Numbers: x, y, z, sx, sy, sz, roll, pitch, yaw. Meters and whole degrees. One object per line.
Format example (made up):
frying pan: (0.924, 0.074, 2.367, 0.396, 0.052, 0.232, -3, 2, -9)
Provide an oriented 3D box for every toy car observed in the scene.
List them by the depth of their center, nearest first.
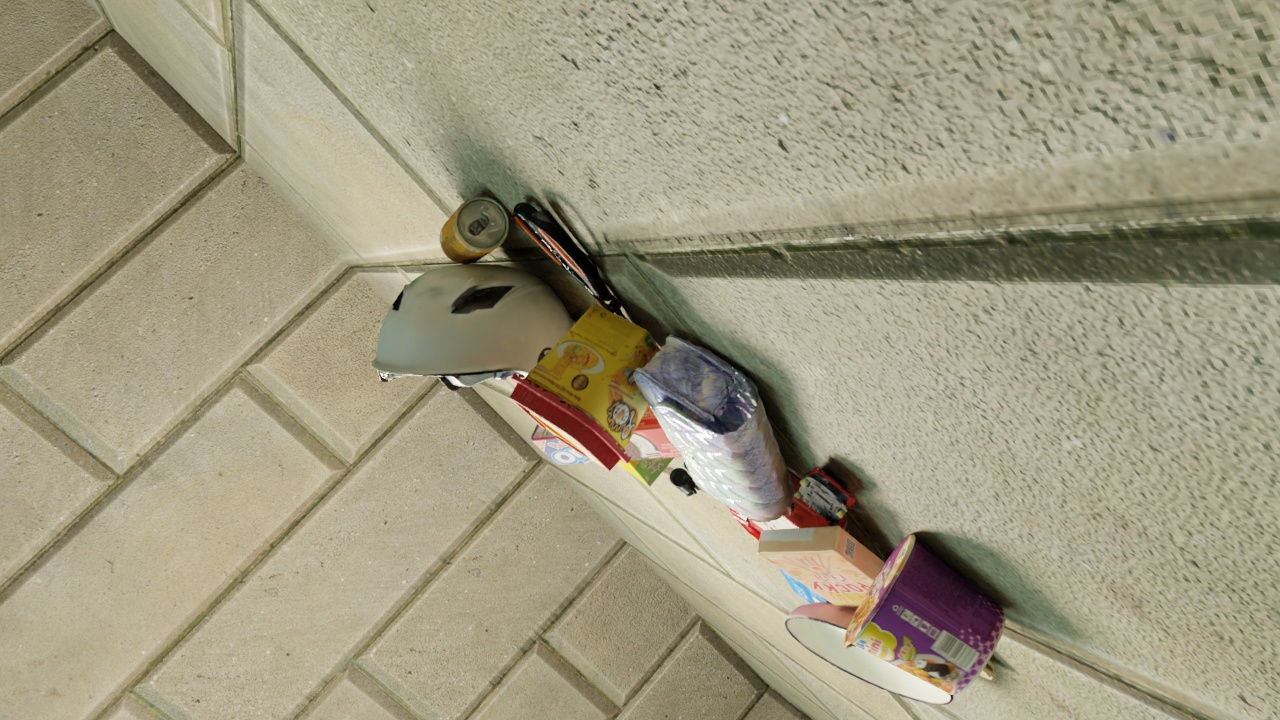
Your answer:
toy car: (0.169, 0.121, 0.829, 0.049, 0.031, 0.106, 39, 171, 16)
toy car: (0.133, 0.175, 1.088, 0.120, 0.045, 0.053, 53, 163, -28)

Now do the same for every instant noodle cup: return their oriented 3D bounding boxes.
instant noodle cup: (0.243, 0.219, 0.776, 0.099, 0.111, 0.112, 31, 165, 11)
instant noodle cup: (-0.042, 0.023, 0.887, 0.116, 0.123, 0.116, 29, 167, 34)

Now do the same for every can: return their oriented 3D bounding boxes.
can: (-0.184, -0.141, 1.007, 0.058, 0.058, 0.146, 46, 167, -13)

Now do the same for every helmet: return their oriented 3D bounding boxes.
helmet: (-0.181, -0.039, 1.049, 0.229, 0.146, 0.258, 2, 175, 25)

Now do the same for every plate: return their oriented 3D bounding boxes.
plate: (0.255, 0.316, 1.014, 0.192, 0.039, 0.193, 25, 157, 12)

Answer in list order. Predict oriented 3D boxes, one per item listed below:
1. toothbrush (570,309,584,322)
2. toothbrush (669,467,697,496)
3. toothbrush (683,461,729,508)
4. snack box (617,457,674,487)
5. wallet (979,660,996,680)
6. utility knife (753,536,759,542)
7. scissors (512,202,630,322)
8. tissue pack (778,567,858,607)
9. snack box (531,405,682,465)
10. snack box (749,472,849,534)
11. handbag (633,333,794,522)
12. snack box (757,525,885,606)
toothbrush: (-0.006, 0.006, 1.050, 0.189, 0.017, 0.014, 41, 179, -4)
toothbrush: (0.065, 0.177, 1.303, 0.026, 0.027, 0.213, 58, 180, 15)
toothbrush: (0.126, 0.201, 1.259, 0.181, 0.015, 0.018, 44, 170, 2)
snack box: (-0.055, 0.064, 1.231, 0.158, 0.070, 0.210, 32, 166, 39)
wallet: (0.316, 0.290, 0.953, 0.087, 0.024, 0.115, 49, 167, -3)
utility knife: (0.147, 0.208, 1.196, 0.033, 0.015, 0.207, 28, 156, 39)
scissors: (-0.045, -0.074, 0.899, 0.162, 0.021, 0.234, 38, 172, 34)
tissue pack: (0.212, 0.251, 1.073, 0.095, 0.052, 0.157, 29, 161, 42)
snack box: (-0.029, 0.077, 1.042, 0.208, 0.058, 0.057, -8, 136, 39)
snack box: (0.163, 0.167, 0.967, 0.113, 0.044, 0.127, 35, 164, 31)
handbag: (0.072, 0.069, 0.863, 0.134, 0.075, 0.194, 34, 165, 36)
snack box: (0.192, 0.203, 0.893, 0.085, 0.026, 0.157, -12, 142, 40)
